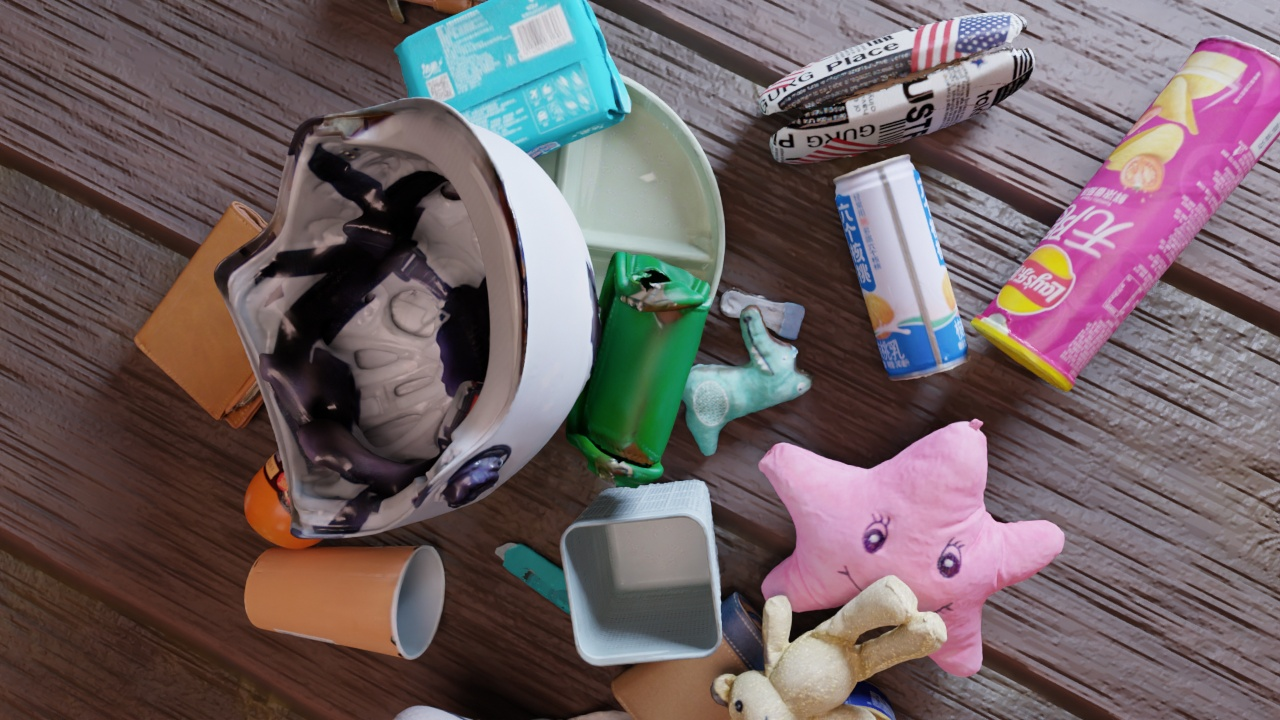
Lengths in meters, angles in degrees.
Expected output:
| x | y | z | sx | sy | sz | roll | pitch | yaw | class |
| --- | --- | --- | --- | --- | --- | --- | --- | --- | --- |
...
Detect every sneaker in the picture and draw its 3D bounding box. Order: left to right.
| x | y | z | sx | sy | sz | roll | pitch | yaw | class |
| --- | --- | --- | --- | --- | --- | --- | --- | --- | --- |
| -0.069 | 0.292 | 0.646 | 0.241 | 0.087 | 0.119 | 34 | 125 | -18 | sneaker |

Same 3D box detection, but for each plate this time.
| x | y | z | sx | sy | sz | roll | pitch | yaw | class |
| --- | --- | --- | --- | --- | --- | --- | --- | --- | --- |
| -0.057 | -0.083 | 0.623 | 0.230 | 0.027 | 0.230 | 1 | 97 | 8 | plate |

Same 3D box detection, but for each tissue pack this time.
| x | y | z | sx | sy | sz | roll | pitch | yaw | class |
| --- | --- | --- | --- | --- | --- | --- | --- | --- | --- |
| -0.082 | -0.173 | 0.575 | 0.133 | 0.050 | 0.093 | -19 | 96 | 10 | tissue pack |

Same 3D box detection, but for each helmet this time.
| x | y | z | sx | sy | sz | roll | pitch | yaw | class |
| --- | --- | --- | --- | --- | --- | --- | --- | --- | --- |
| -0.115 | -0.022 | 0.537 | 0.259 | 0.145 | 0.229 | -40 | 68 | 30 | helmet |

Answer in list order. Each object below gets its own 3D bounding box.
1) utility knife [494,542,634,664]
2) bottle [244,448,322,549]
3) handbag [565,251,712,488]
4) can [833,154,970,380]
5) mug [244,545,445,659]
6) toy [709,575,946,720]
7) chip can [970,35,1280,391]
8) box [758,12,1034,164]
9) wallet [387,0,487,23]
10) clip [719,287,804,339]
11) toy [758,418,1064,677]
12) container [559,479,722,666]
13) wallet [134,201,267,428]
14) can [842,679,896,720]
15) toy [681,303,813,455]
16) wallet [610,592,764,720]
| x | y | z | sx | sy | sz | roll | pitch | yaw | class |
| --- | --- | --- | --- | --- | --- | --- | --- | --- | --- |
| -0.039 | 0.180 | 0.662 | 0.157 | 0.013 | 0.029 | 35 | 101 | 2 | utility knife |
| -0.217 | 0.060 | 0.651 | 0.067 | 0.066 | 0.149 | 35 | 94 | 2 | bottle |
| -0.003 | 0.003 | 0.554 | 0.068 | 0.120 | 0.131 | 16 | 98 | -2 | handbag |
| 0.165 | -0.058 | 0.582 | 0.053 | 0.053 | 0.134 | -17 | 95 | 10 | can |
| -0.213 | 0.168 | 0.657 | 0.123 | 0.078 | 0.078 | 1 | 97 | 13 | mug |
| 0.117 | 0.192 | 0.572 | 0.158 | 0.066 | 0.105 | -42 | 90 | 24 | toy |
| 0.295 | -0.085 | 0.552 | 0.071 | 0.071 | 0.211 | 36 | 100 | 2 | chip can |
| 0.152 | -0.179 | 0.563 | 0.164 | 0.075 | 0.082 | -14 | 84 | 12 | box |
| -0.113 | -0.276 | 0.602 | 0.131 | 0.035 | 0.119 | 15 | 99 | 7 | wallet |
| 0.081 | -0.033 | 0.615 | 0.058 | 0.038 | 0.026 | 20 | 102 | 7 | clip |
| 0.165 | 0.108 | 0.590 | 0.194 | 0.074 | 0.179 | 22 | 112 | 4 | toy |
| 0.007 | 0.132 | 0.600 | 0.090 | 0.111 | 0.090 | -7 | 95 | 8 | container |
| -0.290 | -0.030 | 0.661 | 0.108 | 0.031 | 0.132 | 41 | 102 | 4 | wallet |
| 0.114 | 0.282 | 0.636 | 0.148 | 0.049 | 0.074 | -39 | 91 | 11 | can |
| 0.068 | 0.012 | 0.614 | 0.092 | 0.030 | 0.096 | -18 | 113 | 7 | toy |
| 0.050 | 0.226 | 0.641 | 0.115 | 0.033 | 0.090 | -38 | 99 | 10 | wallet |
